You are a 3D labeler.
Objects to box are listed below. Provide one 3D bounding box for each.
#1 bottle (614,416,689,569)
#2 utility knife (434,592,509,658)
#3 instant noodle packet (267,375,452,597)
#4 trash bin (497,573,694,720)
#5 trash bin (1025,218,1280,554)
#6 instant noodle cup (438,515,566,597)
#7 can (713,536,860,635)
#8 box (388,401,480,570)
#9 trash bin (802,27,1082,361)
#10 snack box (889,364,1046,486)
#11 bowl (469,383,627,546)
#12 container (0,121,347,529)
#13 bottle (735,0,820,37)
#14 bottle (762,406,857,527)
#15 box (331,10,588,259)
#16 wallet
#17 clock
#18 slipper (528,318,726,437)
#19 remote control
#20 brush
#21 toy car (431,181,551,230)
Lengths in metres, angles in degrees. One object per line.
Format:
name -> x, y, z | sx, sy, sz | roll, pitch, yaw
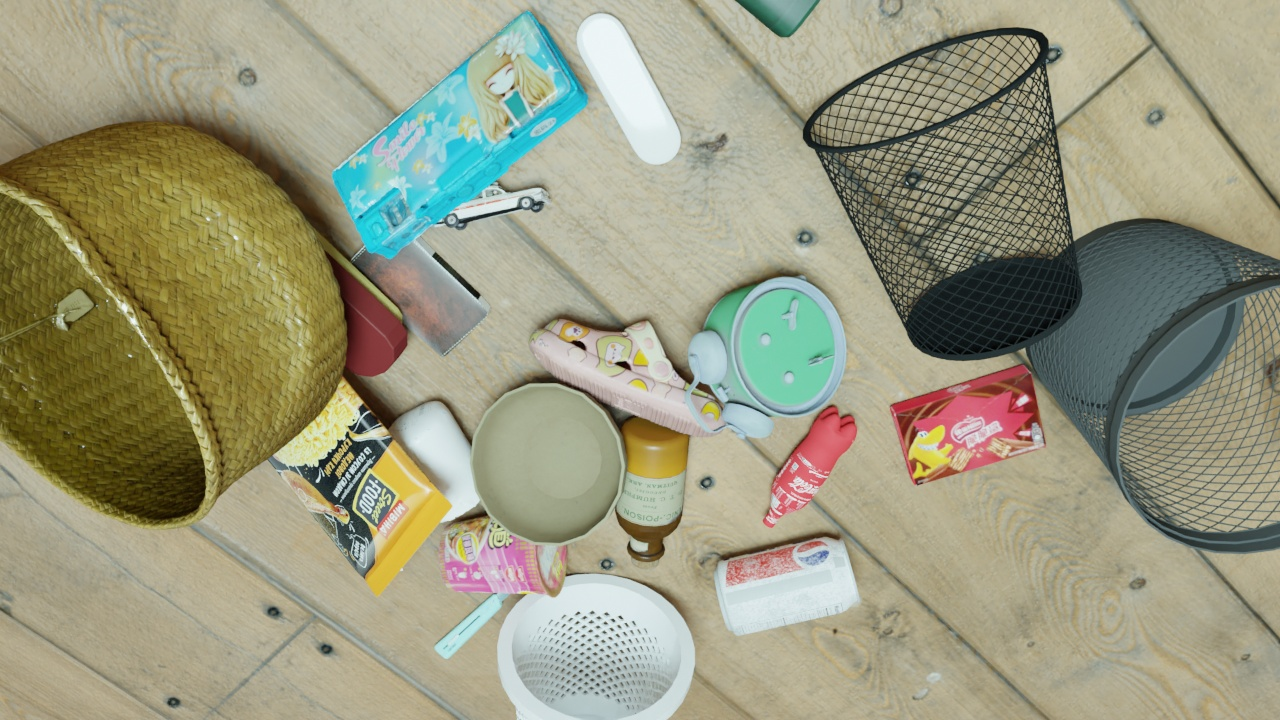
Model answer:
bottle -> 0.009, 0.136, 0.912 | 0.068, 0.067, 0.157 | 4, 113, -1
utility knife -> -0.181, 0.286, 1.011 | 0.126, 0.015, 0.022 | -44, 74, 16
instant noodle packet -> -0.283, 0.099, 0.867 | 0.221, 0.032, 0.160 | 48, 122, 10
trash bin -> -0.053, 0.366, 0.961 | 0.195, 0.195, 0.200 | 6, 123, -1
trash bin -> 0.453, 0.003, 0.758 | 0.218, 0.227, 0.218 | 0, 113, 1
instant noodle cup -> -0.141, 0.196, 0.932 | 0.109, 0.097, 0.098 | -8, 113, 13
can -> 0.150, 0.231, 0.945 | 0.136, 0.078, 0.078 | -15, 112, 7
box -> -0.221, 0.127, 0.906 | 0.141, 0.083, 0.140 | -29, 111, 1
trash bin -> 0.255, -0.125, 0.741 | 0.184, 0.183, 0.210 | -24, 117, 11
snack box -> 0.321, 0.065, 0.899 | 0.133, 0.021, 0.089 | -19, 113, 9
bowl -> -0.081, 0.095, 0.870 | 0.152, 0.050, 0.152 | 1, 93, 15
container -> -0.398, -0.037, 0.738 | 0.307, 0.196, 0.307 | 14, 124, 21
bottle -> 0.082, -0.317, 0.716 | 0.131, 0.061, 0.061 | 35, 107, -13
bottle -> 0.164, 0.110, 0.911 | 0.042, 0.041, 0.142 | 27, 112, -10
box -> -0.156, -0.186, 0.769 | 0.227, 0.041, 0.094 | -34, 72, 15
wallet -> -0.206, -0.067, 0.854 | 0.072, 0.019, 0.123 | -40, 107, 17
clock -> 0.106, 0.001, 0.807 | 0.161, 0.075, 0.122 | -39, 103, -24
slipper -> -0.005, 0.005, 0.855 | 0.197, 0.093, 0.081 | 25, 75, 0
remote control -> -0.009, -0.230, 0.782 | 0.043, 0.013, 0.136 | -27, 110, 12
brush -> -0.285, -0.062, 0.833 | 0.173, 0.041, 0.082 | 46, 135, -17
toy car -> -0.139, -0.142, 0.812 | 0.113, 0.039, 0.039 | -12, 93, 6
